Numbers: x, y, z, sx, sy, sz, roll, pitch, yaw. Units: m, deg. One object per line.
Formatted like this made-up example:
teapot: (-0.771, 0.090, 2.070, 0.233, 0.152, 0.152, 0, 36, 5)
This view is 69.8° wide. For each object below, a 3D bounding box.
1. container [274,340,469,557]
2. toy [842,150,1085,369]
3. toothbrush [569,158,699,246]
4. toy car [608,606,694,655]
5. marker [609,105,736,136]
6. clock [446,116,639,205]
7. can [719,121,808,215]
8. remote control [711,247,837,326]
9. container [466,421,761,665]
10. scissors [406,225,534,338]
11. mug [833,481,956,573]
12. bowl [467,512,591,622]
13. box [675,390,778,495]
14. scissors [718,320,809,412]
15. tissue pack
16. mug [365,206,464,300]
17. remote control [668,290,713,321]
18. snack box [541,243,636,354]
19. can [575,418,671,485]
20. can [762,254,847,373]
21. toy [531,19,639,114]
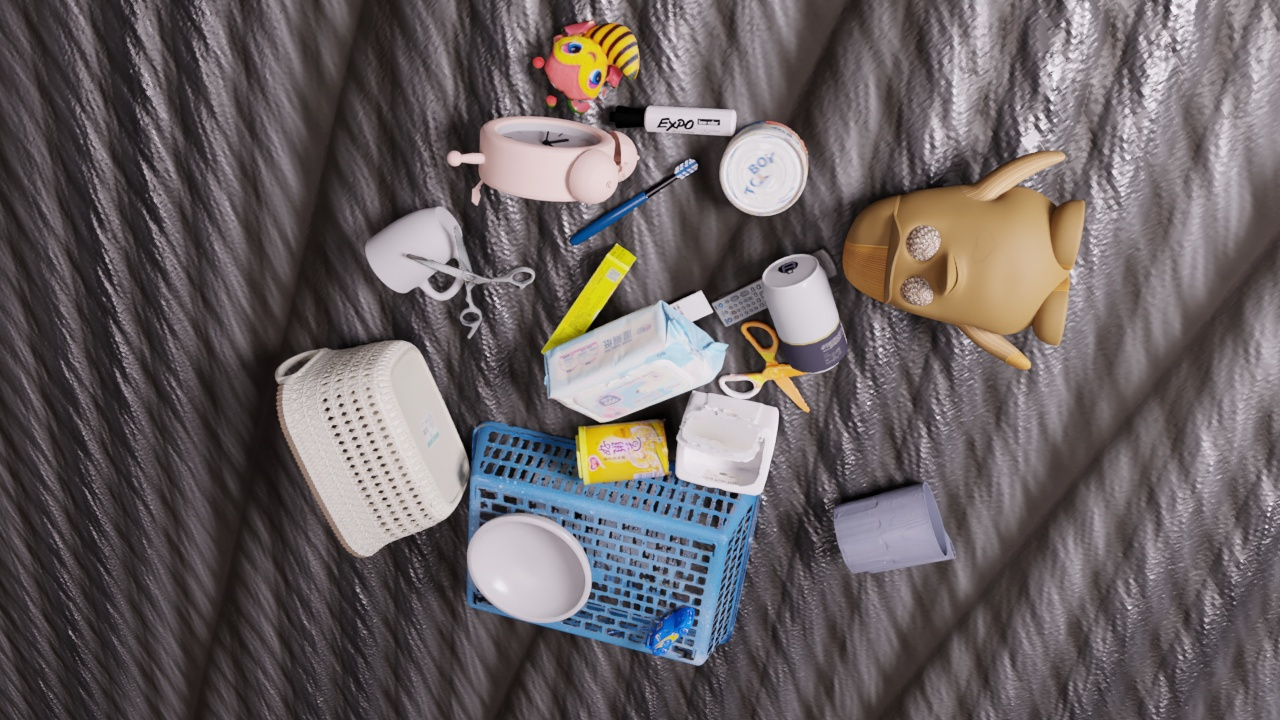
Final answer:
container: (-0.308, 0.095, 1.080, 0.143, 0.184, 0.246, -16, 111, 10)
toy: (0.288, -0.096, 0.846, 0.203, 0.162, 0.199, 10, 110, 22)
toothbrush: (-0.009, -0.164, 0.964, 0.168, 0.014, 0.014, -29, 94, 24)
toy car: (0.013, 0.309, 1.070, 0.062, 0.033, 0.092, 33, 119, -11)
marker: (0.031, -0.239, 0.910, 0.126, 0.025, 0.025, 6, 116, 12)
clock: (-0.091, -0.190, 0.905, 0.160, 0.130, 0.086, 6, 116, 11)
can: (0.121, -0.188, 0.901, 0.086, 0.043, 0.086, 5, 116, 11)
remote control: (0.141, -0.077, 0.966, 0.137, 0.013, 0.033, -26, 106, 24)
container: (-0.053, 0.237, 1.126, 0.362, 0.089, 0.258, 11, 118, 9)
scissors: (-0.190, -0.083, 1.021, 0.141, 0.014, 0.174, 1, 139, -18)
mug: (0.287, 0.199, 1.032, 0.104, 0.083, 0.124, -18, 136, 22)
bowl: (-0.124, 0.232, 1.065, 0.150, 0.043, 0.150, 6, 116, 12)
box: (0.091, 0.099, 0.996, 0.109, 0.136, 0.126, 11, 118, 7)
scissors: (0.141, 0.014, 1.011, 0.128, 0.011, 0.125, -35, 101, 28)
tissue pack: (-0.006, 0.006, 0.990, 0.182, 0.069, 0.112, -22, 147, 24)
mug: (-0.234, -0.116, 1.021, 0.090, 0.071, 0.107, -30, 121, 18)
remote control: (0.020, -0.042, 1.015, 0.124, 0.011, 0.028, -24, 107, 24)
snack box: (-0.058, -0.060, 1.011, 0.029, 0.040, 0.148, 35, 119, -3)
can: (-0.020, 0.104, 1.050, 0.105, 0.067, 0.068, -5, 115, -4)
can: (0.165, -0.050, 0.929, 0.064, 0.064, 0.127, -12, 125, 20)
toy: (-0.051, -0.291, 0.896, 0.103, 0.046, 0.084, -18, 88, 11)
